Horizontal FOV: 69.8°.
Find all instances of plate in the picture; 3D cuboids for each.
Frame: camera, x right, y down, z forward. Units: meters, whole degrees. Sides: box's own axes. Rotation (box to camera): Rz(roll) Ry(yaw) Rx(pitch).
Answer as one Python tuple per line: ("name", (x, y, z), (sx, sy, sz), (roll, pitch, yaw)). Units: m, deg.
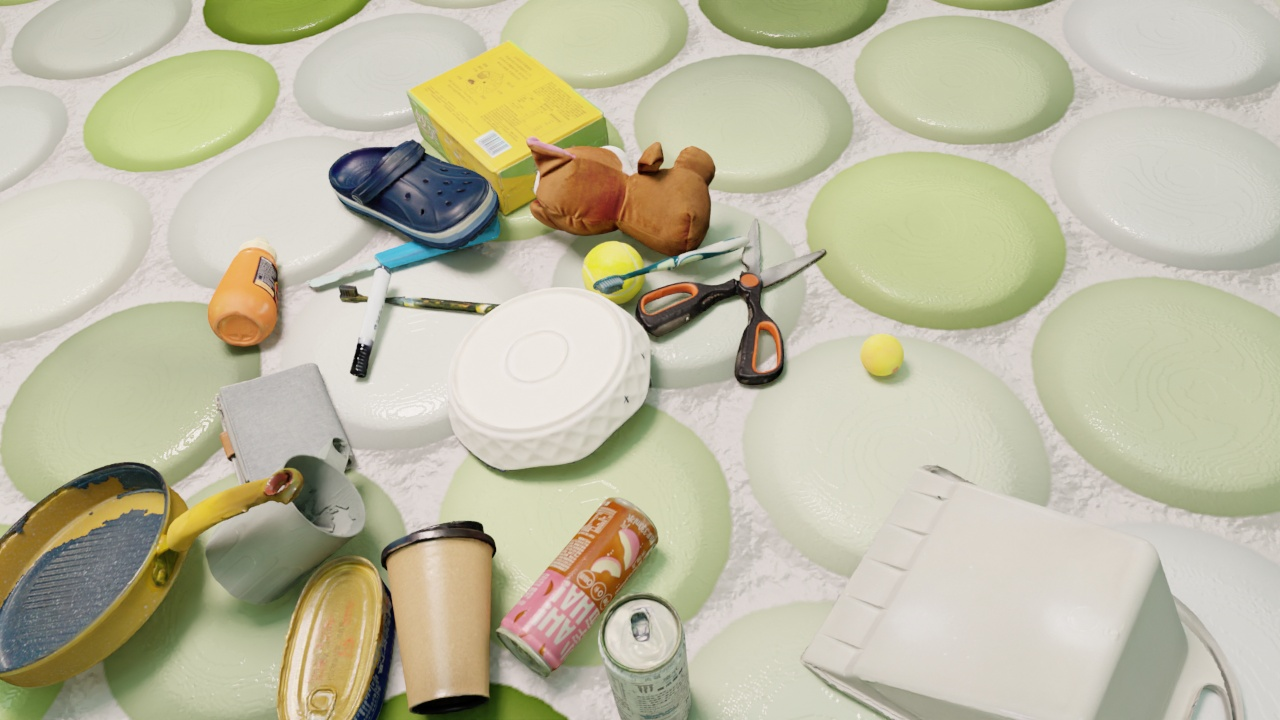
("plate", (-0.092, 0.008, 0.874), (0.205, 0.046, 0.204), (-9, 50, 10))

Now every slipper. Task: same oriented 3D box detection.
("slipper", (-0.261, -0.204, 1.028), (0.253, 0.095, 0.105), (22, 62, 34))

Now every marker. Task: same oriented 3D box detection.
("marker", (-0.279, -0.041, 0.952), (0.018, 0.023, 0.130), (7, 60, -3))

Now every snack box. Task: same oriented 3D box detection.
("snack box", (-0.160, -0.287, 1.110), (0.157, 0.070, 0.210), (-34, 56, -19))

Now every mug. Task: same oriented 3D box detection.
("mug", (-0.296, 0.132, 0.779), (0.103, 0.083, 0.123), (-41, 24, 14))

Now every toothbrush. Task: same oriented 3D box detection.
("toothbrush", (0.037, -0.098, 0.935), (0.191, 0.016, 0.018), (-19, 45, -26))
("toothbrush", (-0.236, -0.065, 0.979), (0.186, 0.017, 0.012), (6, 37, 11))

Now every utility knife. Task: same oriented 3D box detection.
("utility knife", (-0.262, -0.119, 1.023), (0.223, 0.018, 0.034), (-18, 42, -8))

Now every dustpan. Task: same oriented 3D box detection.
("dustpan", (0.304, 0.226, 0.708), (0.258, 0.143, 0.222), (6, 47, 48))

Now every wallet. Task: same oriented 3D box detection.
("wallet", (-0.343, 0.067, 0.877), (0.106, 0.037, 0.129), (-19, 53, -22))

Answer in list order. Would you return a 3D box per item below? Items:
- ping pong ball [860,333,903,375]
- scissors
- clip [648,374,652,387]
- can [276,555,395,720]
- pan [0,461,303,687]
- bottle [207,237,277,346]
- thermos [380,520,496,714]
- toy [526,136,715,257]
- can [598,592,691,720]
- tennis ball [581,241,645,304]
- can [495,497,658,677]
("ping pong ball", (0.230, -0.005, 0.873), (0.040, 0.040, 0.040), (-3, 52, 3))
("scissors", (0.102, -0.061, 0.945), (0.221, 0.022, 0.232), (-9, 53, -8))
("clip", (-0.007, 0.005, 0.900), (0.036, 0.026, 0.058), (-18, 56, -18))
("can", (-0.239, 0.233, 0.729), (0.074, 0.049, 0.147), (-4, 52, 3))
("pan", (-0.404, 0.147, 0.736), (0.358, 0.078, 0.197), (-13, 45, 16))
("bottle", (-0.420, -0.083, 0.988), (0.067, 0.067, 0.149), (-9, 45, -2))
("thermos", (-0.156, 0.200, 0.728), (0.093, 0.093, 0.143), (-11, 60, -3))
("toy", (-0.022, -0.180, 0.968), (0.199, 0.140, 0.130), (4, 50, 1))
("can", (0.005, 0.220, 0.653), (0.058, 0.147, 0.058), (-3, 52, 3))
("tennis ball", (-0.028, -0.090, 0.949), (0.065, 0.066, 0.065), (-3, 52, 3))
("can", (-0.049, 0.181, 0.745), (0.058, 0.058, 0.147), (29, 60, 25))
